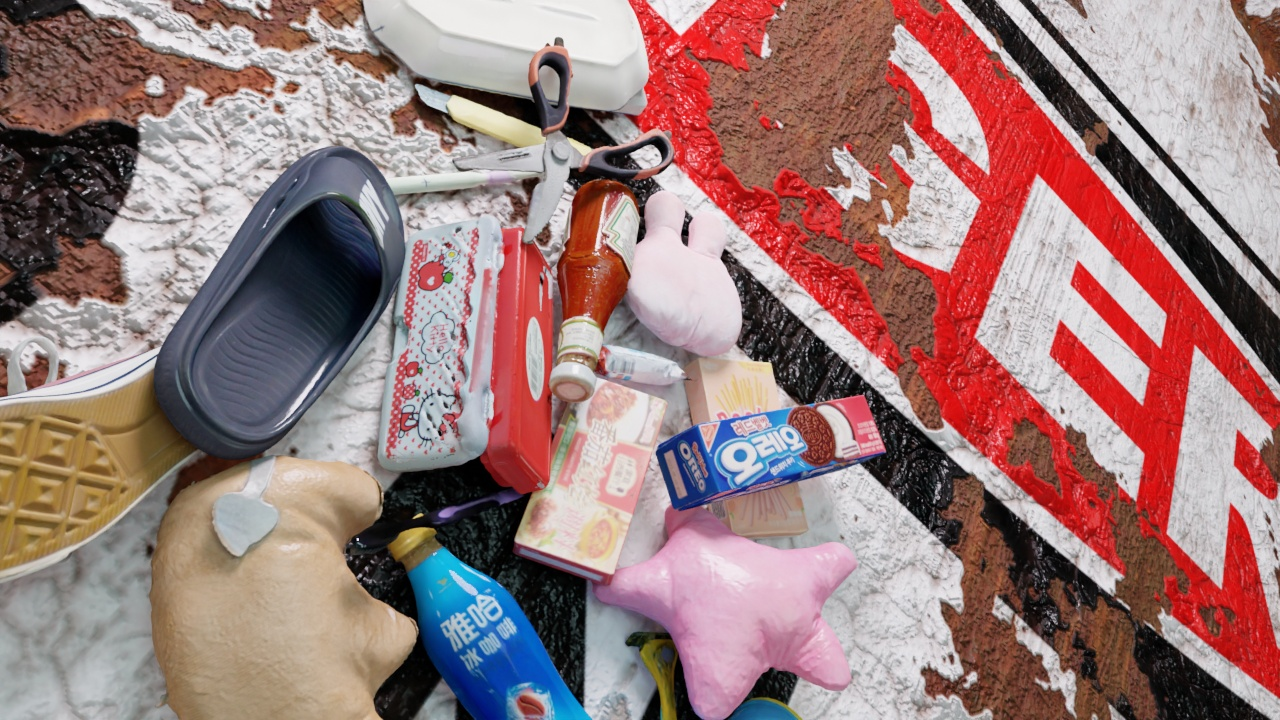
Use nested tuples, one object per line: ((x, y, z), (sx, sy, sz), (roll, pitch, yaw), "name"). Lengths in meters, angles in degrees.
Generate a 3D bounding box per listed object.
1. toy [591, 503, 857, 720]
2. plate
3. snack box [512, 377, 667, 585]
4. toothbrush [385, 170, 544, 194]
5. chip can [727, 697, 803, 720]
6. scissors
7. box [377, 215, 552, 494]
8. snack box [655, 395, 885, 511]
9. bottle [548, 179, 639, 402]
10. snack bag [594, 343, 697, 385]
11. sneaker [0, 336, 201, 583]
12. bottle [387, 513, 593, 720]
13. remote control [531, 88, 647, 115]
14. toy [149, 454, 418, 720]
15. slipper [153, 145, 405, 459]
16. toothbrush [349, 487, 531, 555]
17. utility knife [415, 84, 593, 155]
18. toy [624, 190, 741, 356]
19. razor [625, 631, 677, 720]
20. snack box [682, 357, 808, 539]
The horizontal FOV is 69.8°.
((0.059, 0.181, 0.668), (0.195, 0.075, 0.178), (14, 42, 9), "toy")
((-0.108, -0.307, 0.815), (0.265, 0.034, 0.161), (4, 63, -25), "plate")
((-0.035, 0.085, 0.688), (0.075, 0.026, 0.152), (19, 56, 1), "snack box")
((-0.153, -0.148, 0.741), (0.189, 0.029, 0.020), (-16, 118, -36), "toothbrush")
((0.037, 0.293, 0.590), (0.209, 0.071, 0.071), (-11, 74, -53), "chip can")
((-0.055, -0.174, 0.746), (0.189, 0.015, 0.224), (19, 58, -26), "scissors")
((-0.123, -0.002, 0.676), (0.095, 0.100, 0.200), (61, 24, -57), "box")
((0.111, 0.074, 0.749), (0.207, 0.057, 0.058), (-7, 72, -39), "snack box")
((-0.040, -0.058, 0.733), (0.059, 0.060, 0.205), (25, 50, -22), "bottle")
((-0.004, 0.004, 0.754), (0.105, 0.045, 0.026), (11, 90, -28), "snack bag")
((-0.317, 0.048, 0.497), (0.240, 0.088, 0.118), (-45, 120, -59), "sneaker")
((-0.091, 0.196, 0.590), (0.065, 0.065, 0.218), (-33, 88, -39), "bottle")
((-0.051, -0.259, 0.857), (0.124, 0.024, 0.049), (-4, 67, -33), "remote control")
((-0.198, 0.165, 0.524), (0.143, 0.083, 0.226), (-13, 79, -25), "toy")
((-0.200, -0.052, 0.587), (0.111, 0.083, 0.267), (53, 32, -31), "slipper")
((-0.123, 0.101, 0.599), (0.014, 0.017, 0.188), (47, 19, 16), "toothbrush")
((-0.109, -0.201, 0.794), (0.178, 0.019, 0.030), (19, 55, -33), "utility knife")
((0.040, -0.077, 0.814), (0.121, 0.054, 0.159), (24, 52, -24), "toy")
((0.015, 0.263, 0.656), (0.043, 0.028, 0.132), (13, 63, -32), "razor")
((0.090, 0.075, 0.792), (0.084, 0.026, 0.157), (3, 67, -33), "snack box")
